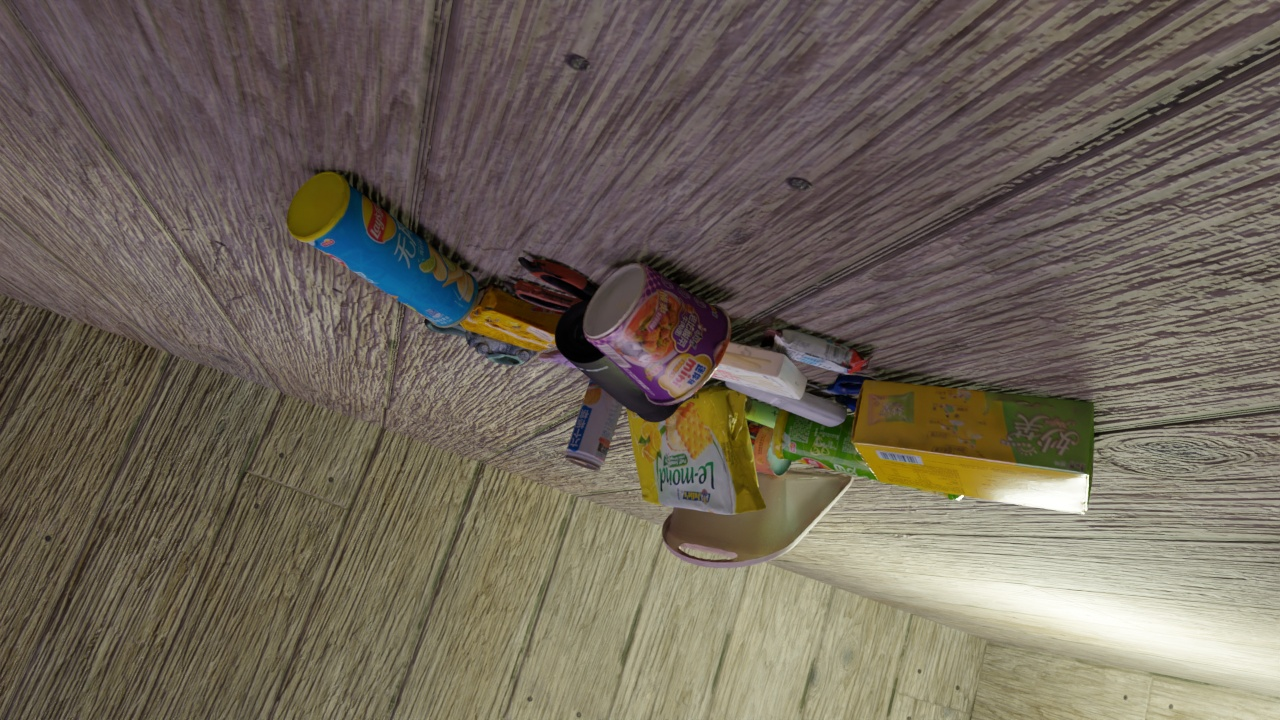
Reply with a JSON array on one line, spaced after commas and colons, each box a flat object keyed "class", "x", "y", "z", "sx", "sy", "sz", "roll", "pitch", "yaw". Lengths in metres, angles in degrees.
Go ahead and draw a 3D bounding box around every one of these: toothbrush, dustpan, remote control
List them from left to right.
[{"class": "dustpan", "x": 0.157, "y": 0.222, "z": 1.346, "sx": 0.223, "sy": 0.138, "sz": 0.273, "roll": 3, "pitch": 175, "yaw": 37}, {"class": "remote control", "x": 0.162, "y": 0.040, "z": 1.023, "sx": 0.136, "sy": 0.020, "sz": 0.056, "roll": 21, "pitch": 169, "yaw": 1}, {"class": "toothbrush", "x": 0.233, "y": 0.095, "z": 1.162, "sx": 0.224, "sy": 0.027, "sz": 0.027, "roll": 20, "pitch": 133, "yaw": -7}]

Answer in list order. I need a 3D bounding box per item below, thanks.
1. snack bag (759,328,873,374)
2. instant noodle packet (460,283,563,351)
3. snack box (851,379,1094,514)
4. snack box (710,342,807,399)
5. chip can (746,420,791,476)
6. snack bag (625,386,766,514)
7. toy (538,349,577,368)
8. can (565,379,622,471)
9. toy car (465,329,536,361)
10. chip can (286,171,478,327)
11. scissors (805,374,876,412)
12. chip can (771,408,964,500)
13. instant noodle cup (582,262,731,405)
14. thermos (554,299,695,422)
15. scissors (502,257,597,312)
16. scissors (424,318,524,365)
[{"class": "snack bag", "x": 0.165, "y": -0.008, "z": 0.862, "sx": 0.104, "sy": 0.026, "sz": 0.048, "roll": 18, "pitch": 164, "yaw": 8}, {"class": "instant noodle packet", "x": -0.141, "y": -0.046, "z": 1.055, "sx": 0.128, "sy": 0.044, "sz": 0.111, "roll": 20, "pitch": 166, "yaw": -29}, {"class": "snack box", "x": 0.329, "y": 0.085, "z": 0.901, "sx": 0.210, "sy": 0.070, "sz": 0.157, "roll": 5, "pitch": 161, "yaw": 27}, {"class": "snack box", "x": 0.081, "y": 0.000, "z": 0.919, "sx": 0.157, "sy": 0.027, "sz": 0.084, "roll": 14, "pitch": 170, "yaw": 29}, {"class": "chip can", "x": 0.106, "y": 0.113, "z": 1.288, "sx": 0.215, "sy": 0.071, "sz": 0.071, "roll": 6, "pitch": 162, "yaw": 38}, {"class": "snack bag", "x": 0.070, "y": 0.110, "z": 1.189, "sx": 0.068, "sy": 0.158, "sz": 0.247, "roll": -12, "pitch": -177, "yaw": -30}, {"class": "toy", "x": -0.062, "y": -0.011, "z": 1.088, "sx": 0.083, "sy": 0.039, "sz": 0.108, "roll": 0, "pitch": 175, "yaw": -36}, {"class": "can", "x": -0.057, "y": 0.077, "z": 1.227, "sx": 0.053, "sy": 0.134, "sz": 0.053, "roll": 17, "pitch": 165, "yaw": 5}, {"class": "toy car", "x": -0.169, "y": -0.027, "z": 1.126, "sx": 0.090, "sy": 0.034, "sz": 0.043, "roll": 11, "pitch": -152, "yaw": -21}, {"class": "chip can", "x": -0.251, "y": -0.104, "z": 0.923, "sx": 0.071, "sy": 0.071, "sz": 0.210, "roll": 9, "pitch": 163, "yaw": 31}, {"class": "scissors", "x": 0.211, "y": 0.035, "z": 0.997, "sx": 0.173, "sy": 0.012, "sz": 0.162, "roll": 20, "pitch": 166, "yaw": -2}, {"class": "chip can", "x": 0.267, "y": 0.103, "z": 1.056, "sx": 0.221, "sy": 0.072, "sz": 0.072, "roll": 12, "pitch": 164, "yaw": 24}, {"class": "instant noodle cup", "x": 0.010, "y": -0.030, "z": 0.834, "sx": 0.099, "sy": 0.111, "sz": 0.112, "roll": 37, "pitch": 158, "yaw": -28}, {"class": "thermos", "x": -0.006, "y": 0.006, "z": 1.008, "sx": 0.090, "sy": 0.068, "sz": 0.242, "roll": -13, "pitch": 159, "yaw": 15}, {"class": "scissors", "x": -0.044, "y": -0.057, "z": 0.956, "sx": 0.189, "sy": 0.015, "sz": 0.226, "roll": 2, "pitch": 158, "yaw": 47}, {"class": "scissors", "x": -0.226, "y": -0.031, "z": 1.271, "sx": 0.181, "sy": 0.019, "sz": 0.170, "roll": 23, "pitch": 166, "yaw": -13}]
